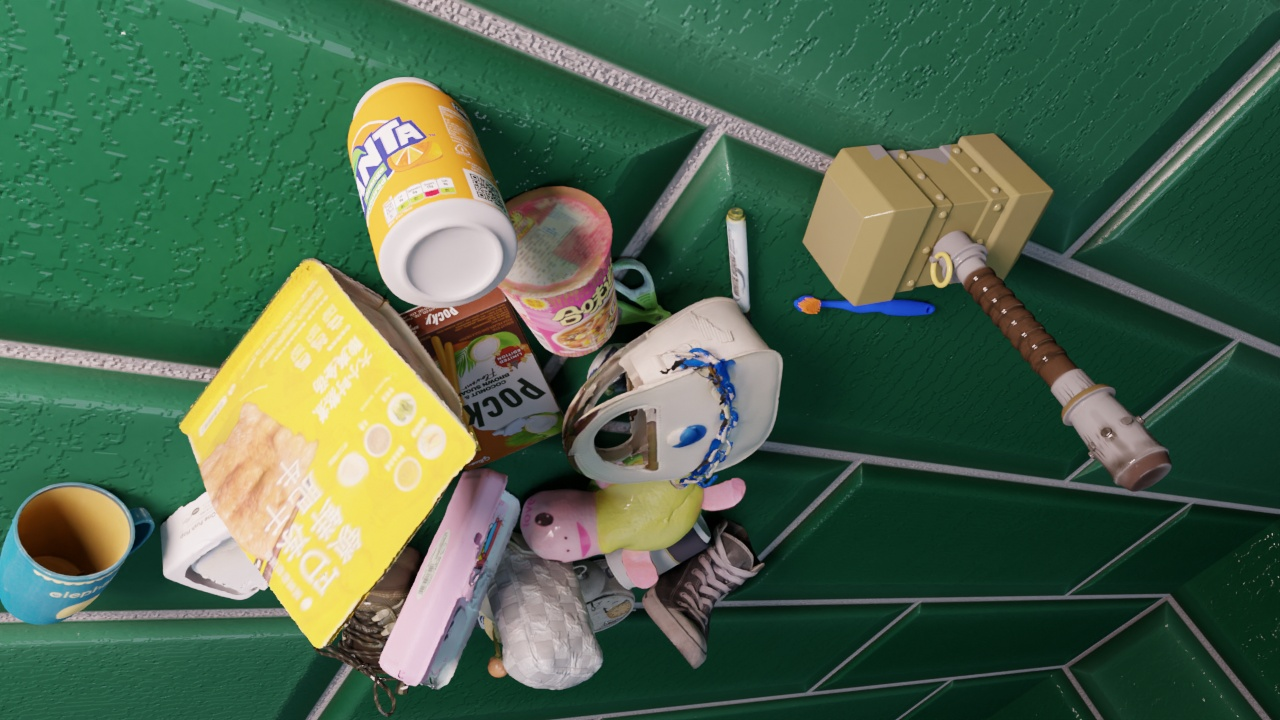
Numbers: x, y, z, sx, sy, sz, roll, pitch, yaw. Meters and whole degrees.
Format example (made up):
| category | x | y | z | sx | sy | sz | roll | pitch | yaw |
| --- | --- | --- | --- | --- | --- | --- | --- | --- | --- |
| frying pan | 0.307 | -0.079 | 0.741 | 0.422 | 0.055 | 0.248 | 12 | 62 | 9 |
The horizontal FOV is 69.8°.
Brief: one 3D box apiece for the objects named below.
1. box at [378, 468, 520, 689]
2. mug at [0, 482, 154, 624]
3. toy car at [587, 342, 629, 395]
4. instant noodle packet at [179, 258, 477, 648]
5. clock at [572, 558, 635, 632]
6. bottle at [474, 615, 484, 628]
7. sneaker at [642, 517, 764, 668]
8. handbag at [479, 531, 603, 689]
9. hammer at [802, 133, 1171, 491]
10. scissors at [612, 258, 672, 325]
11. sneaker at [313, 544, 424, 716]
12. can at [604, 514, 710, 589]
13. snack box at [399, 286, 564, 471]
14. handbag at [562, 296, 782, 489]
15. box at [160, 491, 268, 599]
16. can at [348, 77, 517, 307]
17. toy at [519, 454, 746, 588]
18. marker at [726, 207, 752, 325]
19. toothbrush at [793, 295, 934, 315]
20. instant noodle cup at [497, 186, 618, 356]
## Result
| category | x | y | z | sx | sy | sz | roll | pitch | yaw |
| --- | --- | --- | --- | --- | --- | --- | --- | --- | --- |
| box | -0.179 | 0.203 | 0.866 | 0.073 | 0.201 | 0.150 | 21 | 160 | 2 |
| mug | -0.452 | 0.156 | 0.739 | 0.104 | 0.084 | 0.112 | -45 | 167 | 32 |
| toy car | -0.005 | 0.005 | 0.837 | 0.105 | 0.033 | 0.048 | 2 | 129 | -49 |
| instant noodle packet | -0.202 | 0.057 | 0.611 | 0.163 | 0.221 | 0.084 | -50 | 139 | 3 |
| clock | -0.060 | 0.284 | 1.107 | 0.103 | 0.061 | 0.157 | -23 | 144 | -4 |
| bottle | -0.158 | 0.285 | 1.066 | 0.112 | 0.047 | 0.047 | -19 | 142 | -9 |
| sneaker | 0.079 | 0.267 | 1.073 | 0.120 | 0.095 | 0.234 | -42 | 177 | 11 |
| handbag | -0.120 | 0.271 | 0.970 | 0.112 | 0.171 | 0.124 | 23 | 121 | -44 |
| hammer | 0.286 | -0.037 | 0.712 | 0.190 | 0.324 | 0.101 | -10 | 139 | -19 |
| scissors | 0.010 | -0.035 | 0.818 | 0.078 | 0.032 | 0.175 | -43 | 135 | 16 |
| sneaker | -0.264 | 0.259 | 0.888 | 0.101 | 0.142 | 0.238 | 6 | 148 | 14 |
| can | 0.015 | 0.216 | 1.068 | 0.127 | 0.064 | 0.064 | -32 | 142 | 9 |
| snack box | -0.136 | 0.017 | 0.780 | 0.101 | 0.031 | 0.186 | -23 | 142 | -3 |
| handbag | 0.028 | 0.050 | 0.819 | 0.199 | 0.093 | 0.201 | -24 | 146 | -12 |
| box | -0.345 | 0.163 | 0.801 | 0.107 | 0.076 | 0.102 | -32 | 141 | 12 |
| can | -0.129 | -0.104 | 0.553 | 0.079 | 0.142 | 0.079 | -15 | 141 | -13 |
| toy | -0.007 | 0.151 | 0.959 | 0.238 | 0.087 | 0.190 | -21 | 125 | -4 |
| marker | 0.087 | -0.076 | 0.807 | 0.017 | 0.017 | 0.147 | -20 | 141 | -7 |
| toothbrush | 0.227 | -0.053 | 0.910 | 0.182 | 0.018 | 0.016 | 0 | 111 | -29 |
| instant noodle cup | -0.060 | -0.059 | 0.692 | 0.097 | 0.097 | 0.109 | -23 | 150 | -4 |
